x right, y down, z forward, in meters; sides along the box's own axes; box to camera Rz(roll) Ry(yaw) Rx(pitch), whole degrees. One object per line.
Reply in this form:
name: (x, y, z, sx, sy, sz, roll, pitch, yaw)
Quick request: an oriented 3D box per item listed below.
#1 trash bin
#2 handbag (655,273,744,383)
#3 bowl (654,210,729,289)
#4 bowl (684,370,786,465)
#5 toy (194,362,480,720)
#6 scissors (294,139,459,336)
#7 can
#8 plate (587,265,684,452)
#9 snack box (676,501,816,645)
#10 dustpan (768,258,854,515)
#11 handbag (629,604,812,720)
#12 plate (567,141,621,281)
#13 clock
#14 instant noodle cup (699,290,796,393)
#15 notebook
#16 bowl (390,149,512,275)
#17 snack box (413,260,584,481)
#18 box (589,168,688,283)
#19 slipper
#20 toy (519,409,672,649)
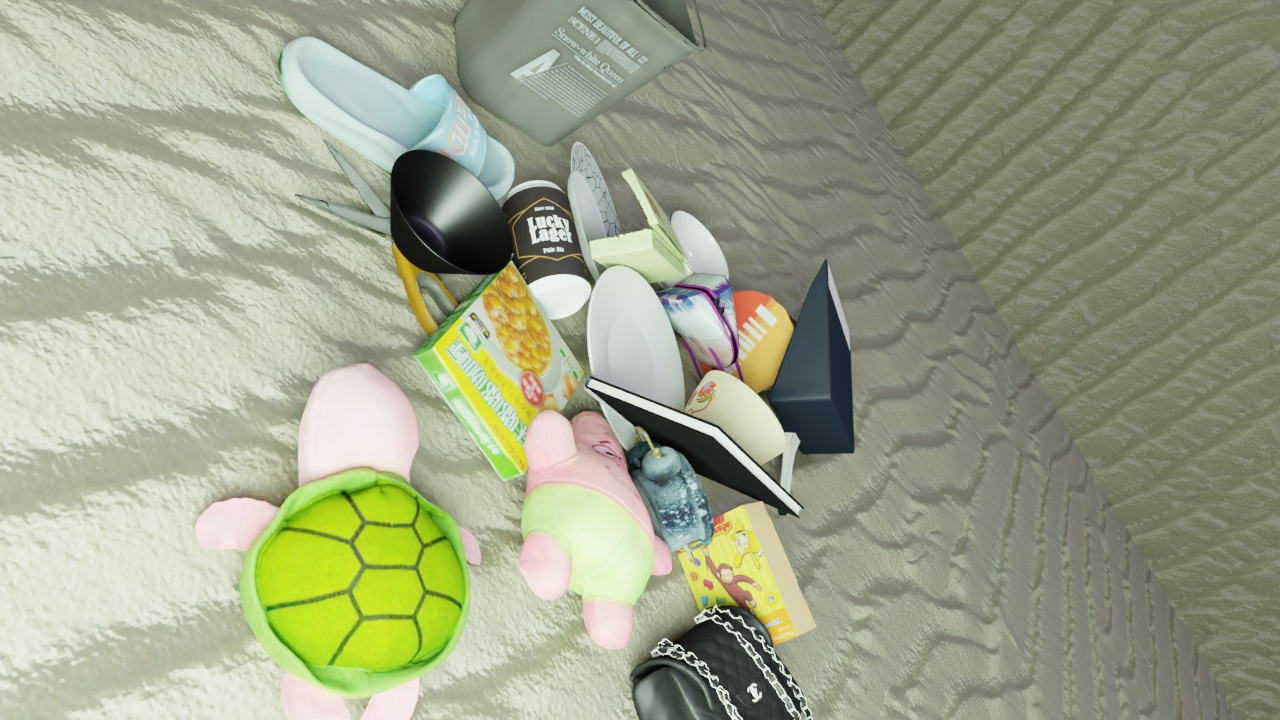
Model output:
trash bin: (-0.080, -0.382, 1.031, 0.197, 0.221, 0.197, 26, 43, -42)
handbag: (0.082, -0.009, 1.052, 0.068, 0.145, 0.170, -26, 107, -18)
bowl: (0.052, -0.124, 1.144, 0.113, 0.063, 0.113, 36, 36, -33)
bowl: (0.087, 0.079, 0.987, 0.074, 0.118, 0.118, -41, 100, -19)
toy: (-0.173, 0.118, 0.572, 0.190, 0.088, 0.237, 14, 56, -34)
scissors: (-0.196, -0.093, 0.800, 0.225, 0.016, 0.224, 10, 54, -52)
can: (-0.095, -0.109, 0.907, 0.071, 0.072, 0.128, 20, 47, -47)
plate: (-0.006, 0.005, 0.947, 0.208, 0.015, 0.208, 37, 47, -54)
snack box: (0.097, 0.211, 0.876, 0.040, 0.088, 0.125, 3, 60, -54)
dustpan: (0.207, 0.052, 1.118, 0.236, 0.080, 0.272, 47, 42, -62)
handbag: (0.076, 0.272, 0.765, 0.153, 0.115, 0.125, -16, 73, -55)
plate: (-0.049, -0.145, 1.010, 0.188, 0.016, 0.188, -13, 89, -78)
clock: (0.024, 0.118, 0.846, 0.090, 0.052, 0.129, -173, -117, -75)
instant noodle cup: (0.153, -0.016, 1.147, 0.121, 0.124, 0.123, 11, 53, -61)
notebook: (0.053, 0.083, 0.856, 0.016, 0.149, 0.206, -61, 141, -12)
bowl: (-0.173, -0.112, 0.781, 0.124, 0.053, 0.123, 34, 38, -32)
snack box: (-0.115, 0.004, 0.799, 0.132, 0.027, 0.167, 59, 28, -20)
box: (-0.004, -0.125, 0.994, 0.091, 0.083, 0.188, 60, 8, 13)
slipper: (-0.209, -0.222, 0.844, 0.245, 0.074, 0.104, 25, 44, -41)
toy: (-0.041, 0.116, 0.763, 0.192, 0.097, 0.236, 52, 19, -28)
